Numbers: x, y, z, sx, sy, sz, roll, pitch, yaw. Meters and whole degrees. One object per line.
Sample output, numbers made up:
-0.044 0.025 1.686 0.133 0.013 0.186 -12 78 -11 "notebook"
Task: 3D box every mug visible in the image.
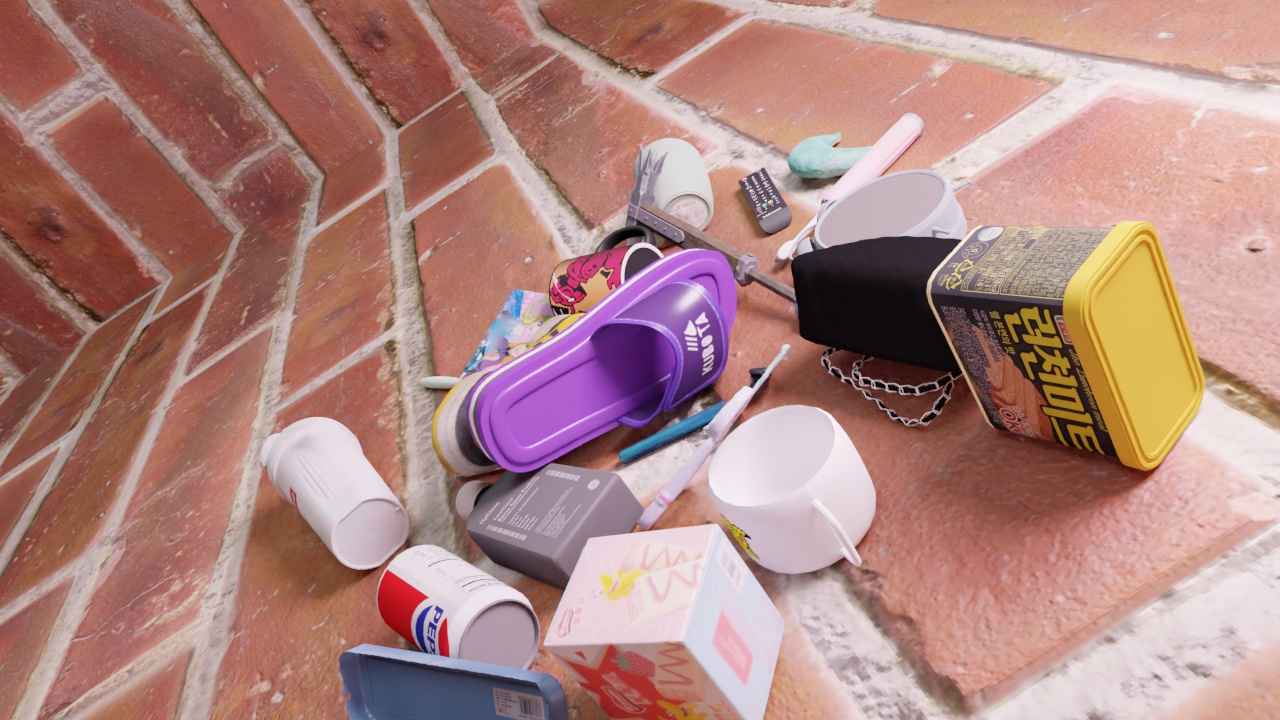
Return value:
0.033 -0.180 1.047 0.111 0.084 0.104 -51 33 29 "mug"
0.100 0.086 0.573 0.094 0.068 0.115 -36 29 -4 "mug"
-0.025 -0.086 0.935 0.098 0.082 0.117 -7 57 40 "mug"

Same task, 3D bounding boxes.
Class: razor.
0.045 0.047 0.741 0.144 0.022 0.042 -32 -9 12 "razor"

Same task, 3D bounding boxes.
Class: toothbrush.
-0.206 0.026 1.030 0.022 0.015 0.155 -17 12 -41 "toothbrush"
0.203 -0.168 0.896 0.222 0.027 0.027 -44 -3 -19 "toothbrush"

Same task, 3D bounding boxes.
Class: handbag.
0.202 -0.032 0.658 0.124 0.115 0.154 -21 18 -29 "handbag"

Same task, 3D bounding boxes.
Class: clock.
0.202 -0.111 0.794 0.160 0.045 0.122 -4 40 40 "clock"

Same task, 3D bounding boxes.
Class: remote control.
0.133 -0.175 0.989 0.033 0.015 0.146 -28 29 11 "remote control"

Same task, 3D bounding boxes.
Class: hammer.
0.071 -0.100 0.885 0.028 0.147 0.317 0 24 -32 "hammer"

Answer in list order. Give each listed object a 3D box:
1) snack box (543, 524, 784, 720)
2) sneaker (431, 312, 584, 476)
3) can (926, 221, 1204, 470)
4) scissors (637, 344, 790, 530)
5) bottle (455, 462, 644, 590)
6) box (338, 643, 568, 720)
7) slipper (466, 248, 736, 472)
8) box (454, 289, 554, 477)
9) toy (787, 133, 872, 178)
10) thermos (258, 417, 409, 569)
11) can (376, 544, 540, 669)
0.016 0.156 0.526 0.095 0.093 0.079 -12 36 33 "snack box"
-0.069 0.019 0.802 0.122 0.086 0.237 -13 22 35 "sneaker"
0.238 -0.012 0.520 0.072 0.131 0.101 -44 28 -18 "can"
0.053 0.053 0.645 0.170 0.013 0.177 -49 -9 -3 "scissors"
-0.087 0.124 0.728 0.174 0.046 0.083 3 45 47 "bottle"
-0.128 0.250 0.582 0.210 0.043 0.124 -7 70 39 "box"
-0.005 0.004 0.737 0.265 0.107 0.084 -32 26 -24 "slipper"
-0.130 0.009 0.921 0.085 0.071 0.229 -16 33 30 "box"
0.200 -0.216 0.971 0.085 0.033 0.105 -25 29 -13 "toy"
-0.302 0.123 0.903 0.099 0.099 0.221 -43 34 -16 "thermos"
-0.134 0.183 0.662 0.132 0.070 0.070 9 50 51 "can"
